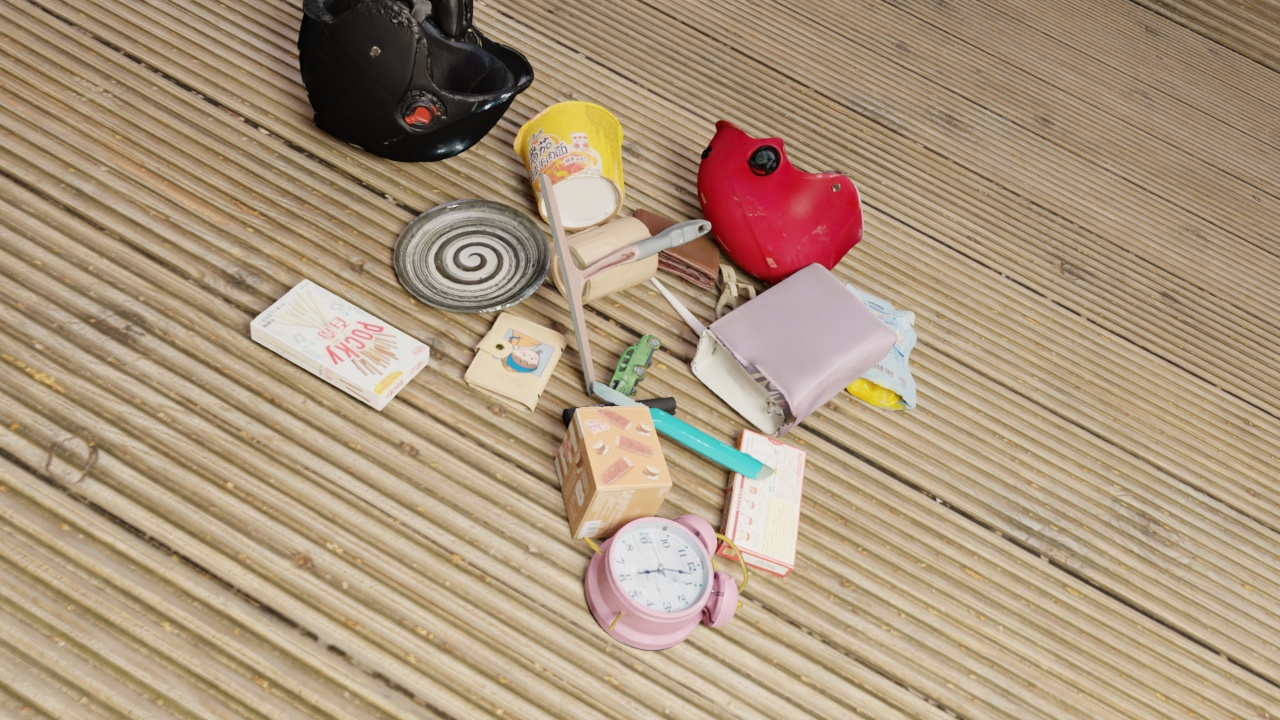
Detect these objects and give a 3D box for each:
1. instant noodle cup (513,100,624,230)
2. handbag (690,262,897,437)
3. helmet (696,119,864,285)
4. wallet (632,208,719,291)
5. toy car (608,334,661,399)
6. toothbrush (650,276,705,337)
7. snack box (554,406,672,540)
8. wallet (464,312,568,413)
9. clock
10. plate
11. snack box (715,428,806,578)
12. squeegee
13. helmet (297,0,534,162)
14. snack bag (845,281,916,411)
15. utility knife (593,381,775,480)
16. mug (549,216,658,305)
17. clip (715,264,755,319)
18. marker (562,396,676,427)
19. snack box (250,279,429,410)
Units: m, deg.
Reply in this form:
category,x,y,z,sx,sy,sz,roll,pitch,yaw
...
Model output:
category,x,y,z,sx,sy,sz,roll,pitch,yaw
instant noodle cup,-0.082,-0.239,1.164,0.138,0.138,0.109,2,59,-20
handbag,0.179,-0.010,1.068,0.196,0.099,0.145,-31,59,-30
helmet,0.158,-0.187,1.177,0.240,0.207,0.144,35,87,12
wallet,0.045,-0.147,1.185,0.124,0.032,0.101,23,34,-10
toy car,-0.006,0.006,1.030,0.036,0.043,0.091,28,46,4
toothbrush,0.039,-0.080,1.143,0.016,0.016,0.180,-24,62,-34
snack box,-0.029,0.109,0.895,0.077,0.093,0.094,-1,51,-23
wallet,-0.137,-0.001,1.001,0.087,0.024,0.114,27,47,-4
clock,0.028,0.201,0.859,0.158,0.060,0.117,-3,52,-26
plate,-0.193,-0.118,1.066,0.179,0.024,0.179,2,53,-3
snack box,0.130,0.148,0.970,0.077,0.027,0.155,21,46,-4
squeegee,-0.009,-0.120,1.049,0.040,0.248,0.248,9,28,44
helmet,-0.278,-0.352,1.115,0.274,0.231,0.232,23,38,-12
snack bag,0.306,-0.020,1.183,0.110,0.039,0.190,17,44,0
utility knife,0.043,0.075,0.980,0.216,0.013,0.029,28,49,8
mug,-0.058,-0.126,1.112,0.103,0.084,0.125,-25,39,-35
clip,0.119,-0.093,1.153,0.035,0.093,0.103,9,59,-14
marker,-0.021,0.056,0.998,0.131,0.020,0.022,-5,69,-27
snack box,-0.303,-0.018,0.927,0.157,0.027,0.084,28,45,8
